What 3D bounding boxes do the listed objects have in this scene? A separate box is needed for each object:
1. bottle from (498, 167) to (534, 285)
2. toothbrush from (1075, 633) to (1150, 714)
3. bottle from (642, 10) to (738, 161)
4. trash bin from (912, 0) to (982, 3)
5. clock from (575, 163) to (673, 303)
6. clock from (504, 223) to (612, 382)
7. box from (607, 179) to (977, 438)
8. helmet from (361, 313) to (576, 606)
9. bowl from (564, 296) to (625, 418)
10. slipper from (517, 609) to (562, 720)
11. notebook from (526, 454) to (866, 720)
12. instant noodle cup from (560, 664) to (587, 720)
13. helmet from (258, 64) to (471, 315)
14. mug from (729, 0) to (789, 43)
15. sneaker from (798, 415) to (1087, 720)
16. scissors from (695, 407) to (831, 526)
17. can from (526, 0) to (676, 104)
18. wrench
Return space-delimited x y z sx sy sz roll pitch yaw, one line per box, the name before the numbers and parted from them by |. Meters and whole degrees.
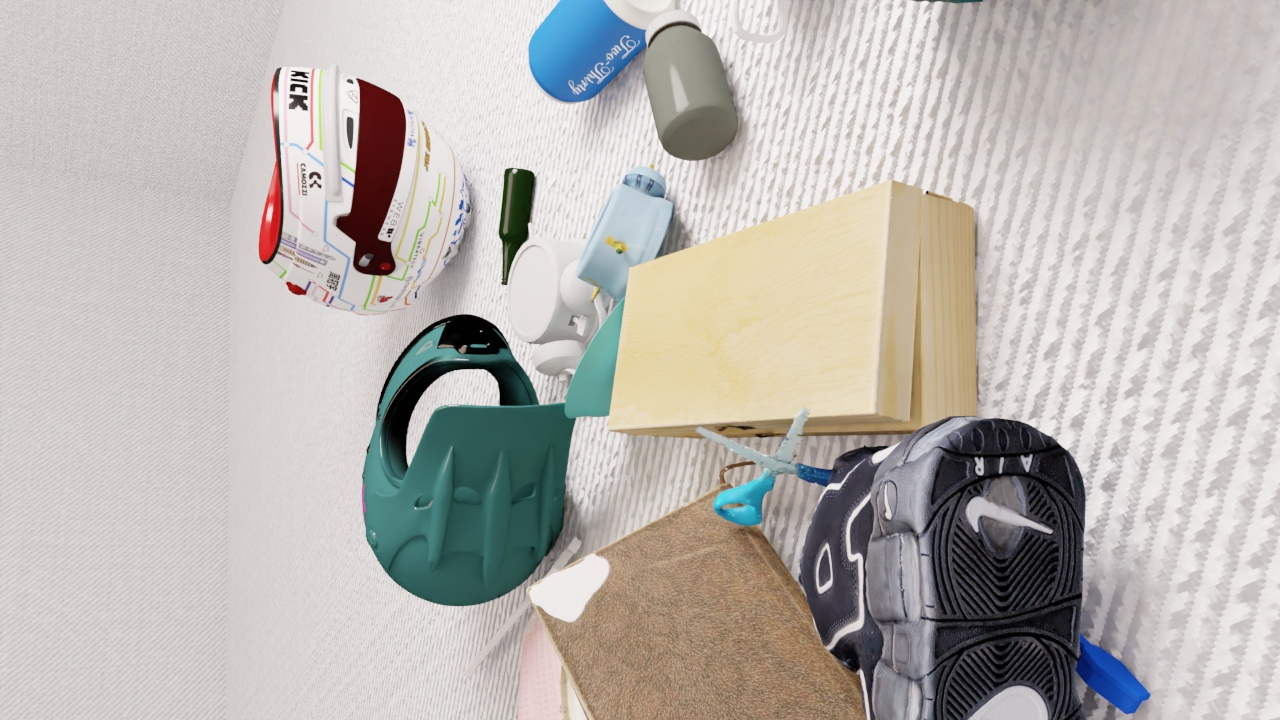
bottle | -0.135 -0.141 0.975 0.033 0.033 0.123 8 92 59
toothbrush | 0.170 0.101 0.456 0.186 0.016 0.011 49 127 53
bottle | 0.034 -0.207 0.686 0.060 0.060 0.108 -43 50 47
trash bin | 0.149 -0.288 0.404 0.197 0.198 0.219 29 116 57
clock | -0.011 -0.102 0.732 0.089 0.051 0.124 122 168 -45
clock | -0.068 -0.050 0.831 0.159 0.061 0.120 52 128 43
box | 0.077 -0.016 0.561 0.250 0.091 0.128 -8 81 57
helmet | -0.150 0.100 0.810 0.200 0.176 0.275 -118 37 -45
bowl | -0.004 0.004 0.701 0.046 0.120 0.121 32 119 12
slipper | -0.064 0.291 0.763 0.107 0.055 0.221 -58 29 34
notebook | 0.058 0.172 0.519 0.215 0.190 0.034 55 166 35
instant noodle cup | 0.014 0.217 0.606 0.146 0.097 0.146 -16 71 57
helmet | -0.322 -0.193 1.091 0.315 0.235 0.230 123 144 -48
mug | 0.087 -0.267 0.595 0.090 0.076 0.124 16 98 58
sneaker | 0.128 0.148 0.439 0.151 0.097 0.252 -174 79 -73
scissors | 0.085 0.060 0.503 0.128 0.127 0.014 95 179 -52
can | -0.037 -0.289 0.798 0.146 0.078 0.079 -26 63 54
wrench | -0.120 0.245 0.882 0.274 0.009 0.047 -54 -2 42
